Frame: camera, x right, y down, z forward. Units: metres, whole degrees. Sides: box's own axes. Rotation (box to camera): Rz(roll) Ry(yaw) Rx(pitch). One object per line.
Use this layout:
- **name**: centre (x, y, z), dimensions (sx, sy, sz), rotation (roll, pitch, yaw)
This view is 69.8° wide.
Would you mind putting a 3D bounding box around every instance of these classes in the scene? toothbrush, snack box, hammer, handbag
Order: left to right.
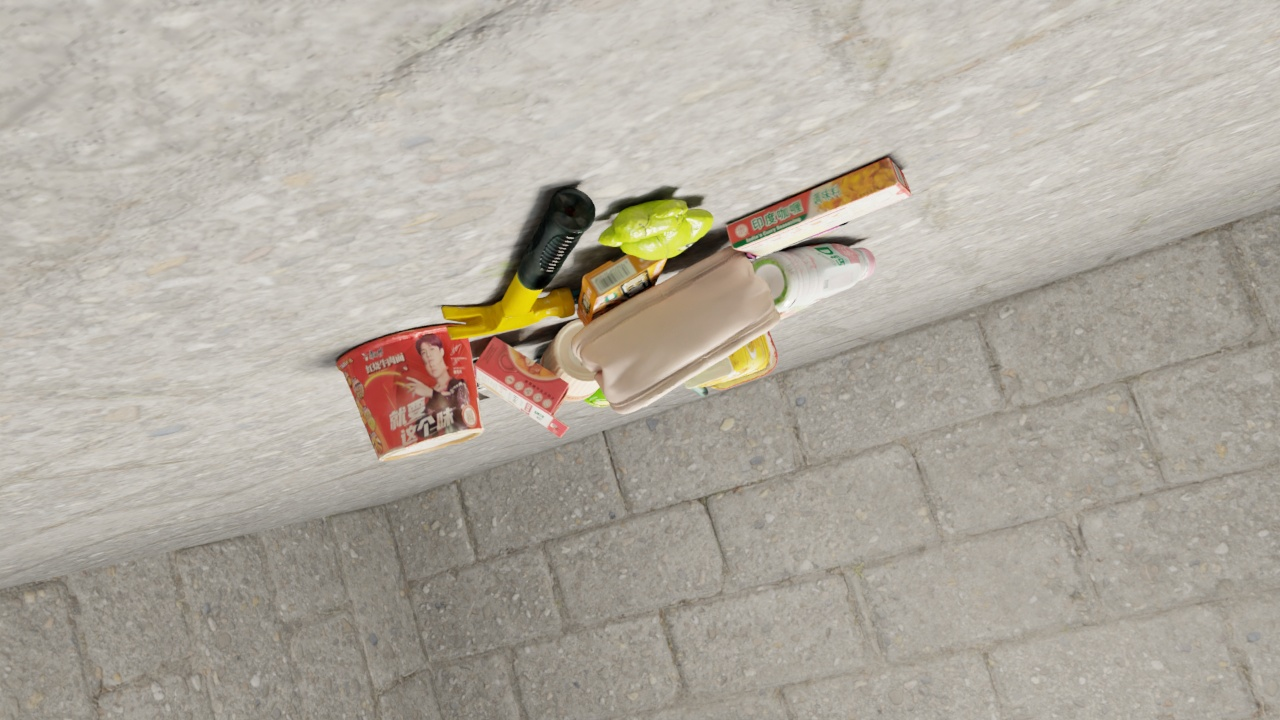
- **snack box**: centre (-0.130, 0.033, 1.073), dimensions (0.044, 0.127, 0.113), rotation (-57, -177, -14)
- **hammer**: centre (-0.087, -0.070, 0.747), dimensions (0.128, 0.033, 0.301), rotation (-16, 173, -20)
- **snack box**: centre (-0.020, -0.069, 0.861), dimensions (0.075, 0.026, 0.154), rotation (-31, 175, -10)
- **handbag**: centre (0.020, -0.030, 0.951), dimensions (0.193, 0.093, 0.234), rotation (-30, -175, -10)
- **toothbrush**: centre (0.129, -0.117, 0.971), dimensions (0.189, 0.014, 0.017), rotation (-19, 163, 14)
- **snack box**: centre (0.163, -0.137, 0.840), dimensions (0.156, 0.027, 0.077), rotation (-20, 173, 24)

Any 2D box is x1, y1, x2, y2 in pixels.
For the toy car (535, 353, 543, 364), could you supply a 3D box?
- **toy car**: centre (-0.109, 0.000, 1.226), dimensions (0.054, 0.037, 0.121), rotation (-17, -177, -13)

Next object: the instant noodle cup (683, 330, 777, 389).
- **instant noodle cup**: centre (0.105, -0.018, 1.227), dimensions (0.116, 0.116, 0.123), rotation (-21, 179, 30)

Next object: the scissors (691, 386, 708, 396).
- **scissors**: centre (0.039, 0.003, 1.275), dimensions (0.019, 0.171, 0.177), rotation (-50, 164, 0)

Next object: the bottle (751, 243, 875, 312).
- **bottle**: centre (0.207, -0.102, 1.070), dimensions (0.196, 0.068, 0.068), rotation (-14, 173, -43)

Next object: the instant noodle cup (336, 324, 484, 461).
- **instant noodle cup**: centre (-0.223, 0.035, 0.925), dimensions (0.138, 0.108, 0.138), rotation (-17, 173, -2)

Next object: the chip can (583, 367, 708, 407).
- **chip can**: centre (-0.002, 0.007, 1.183), dimensions (0.072, 0.072, 0.222), rotation (-12, 174, -38)

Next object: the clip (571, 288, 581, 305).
- **clip**: centre (-0.067, -0.063, 0.922), dimensions (0.057, 0.014, 0.047), rotation (-19, 176, -4)

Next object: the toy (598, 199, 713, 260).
- **toy**: centre (0.013, -0.104, 0.725), dimensions (0.096, 0.031, 0.100), rotation (-17, 169, -4)

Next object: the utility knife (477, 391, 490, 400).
- **utility knife**: centre (-0.209, 0.030, 1.061), dimensions (0.033, 0.015, 0.216), rotation (-24, -166, -21)

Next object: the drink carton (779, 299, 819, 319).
- **drink carton**: centre (0.196, -0.090, 1.179), dimensions (0.045, 0.053, 0.123), rotation (-17, 174, -34)

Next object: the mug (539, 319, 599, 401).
- **mug**: centre (-0.064, -0.010, 1.118), dimensions (0.114, 0.081, 0.106), rotation (-43, 180, -19)

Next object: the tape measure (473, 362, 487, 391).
- **tape measure**: centre (-0.196, 0.018, 1.165), dimensions (0.065, 0.033, 0.066), rotation (-14, 175, -38)
